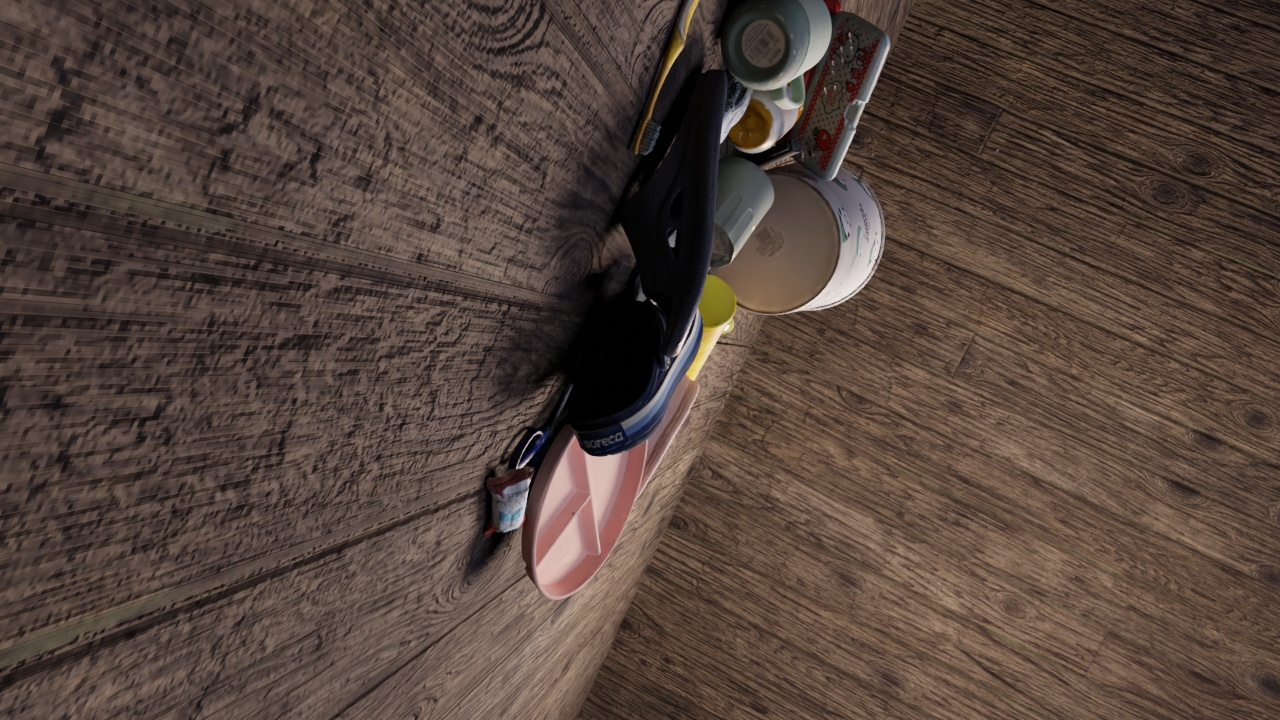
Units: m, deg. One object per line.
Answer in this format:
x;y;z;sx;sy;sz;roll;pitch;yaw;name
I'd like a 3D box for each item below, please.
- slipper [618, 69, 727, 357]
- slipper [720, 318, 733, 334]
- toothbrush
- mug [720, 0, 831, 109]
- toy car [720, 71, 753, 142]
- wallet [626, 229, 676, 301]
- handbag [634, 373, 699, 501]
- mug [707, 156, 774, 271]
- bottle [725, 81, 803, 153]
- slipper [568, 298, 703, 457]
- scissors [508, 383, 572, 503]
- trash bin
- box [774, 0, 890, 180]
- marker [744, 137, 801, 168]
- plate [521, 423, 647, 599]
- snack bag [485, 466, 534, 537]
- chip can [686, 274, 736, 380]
0.026;-0.134;0.820;0.111;0.083;0.268;88;11;-79;slipper
0.081;-0.067;1.276;0.081;0.091;0.190;-25;-178;4;slipper
0.033;-0.248;0.705;0.192;0.018;0.016;-68;171;18;toothbrush
0.131;-0.292;0.869;0.106;0.082;0.112;-48;127;-53;mug
0.094;-0.267;0.943;0.105;0.031;0.049;-63;169;-5;toy car
0.008;-0.079;1.006;0.097;0.019;0.121;-56;165;-37;wallet
-0.018;0.116;1.209;0.192;0.093;0.235;-59;176;-26;handbag
0.091;-0.155;1.053;0.103;0.084;0.124;-56;167;-32;mug
0.147;-0.289;1.055;0.189;0.068;0.068;-49;162;-57;bottle
-0.014;-0.006;0.873;0.252;0.105;0.095;-64;138;-56;slipper
-0.093;0.077;0.884;0.162;0.012;0.176;-3;116;-80;scissors
0.208;-0.168;1.273;0.230;0.229;0.251;-68;165;18;trash bin
0.218;-0.341;1.131;0.060;0.161;0.202;-13;141;-25;box
0.129;-0.224;1.045;0.022;0.020;0.132;-17;-177;-37;marker
-0.057;0.139;0.966;0.228;0.028;0.230;-45;145;-45;plate
-0.118;0.128;0.822;0.045;0.026;0.105;-15;147;-22;snack bag
0.063;-0.030;1.174;0.071;0.072;0.214;-60;176;-25;chip can
